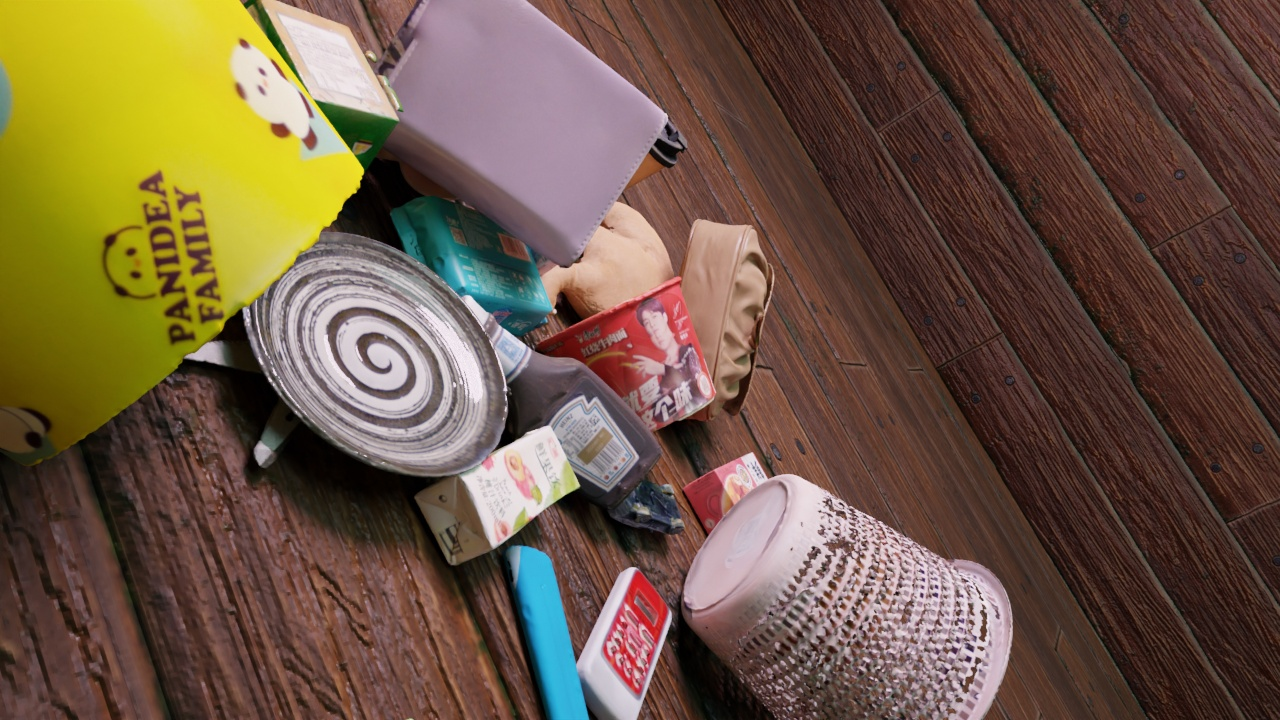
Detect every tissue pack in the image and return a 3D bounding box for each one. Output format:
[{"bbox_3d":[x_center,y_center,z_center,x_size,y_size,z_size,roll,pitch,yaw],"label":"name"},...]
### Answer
[{"bbox_3d":[-0.133,-0.072,0.728,0.133,0.050,0.093,11,51,-58],"label":"tissue pack"}]

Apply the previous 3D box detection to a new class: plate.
[{"bbox_3d":[-0.160,-0.003,0.564,0.179,0.024,0.179,35,34,-28],"label":"plate"}]

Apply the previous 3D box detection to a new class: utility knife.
[{"bbox_3d":[-0.051,0.204,0.574,0.034,0.018,0.187,12,49,-44],"label":"utility knife"}]

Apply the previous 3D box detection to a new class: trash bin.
[{"bbox_3d":[-0.258,-0.112,0.335,0.255,0.230,0.229,51,23,-25],"label":"trash bin"},{"bbox_3d":[0.150,0.207,0.754,0.192,0.228,0.227,39,26,-9],"label":"trash bin"}]

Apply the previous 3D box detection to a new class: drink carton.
[{"bbox_3d":[-0.092,0.087,0.610,0.053,0.046,0.122,63,24,0],"label":"drink carton"}]

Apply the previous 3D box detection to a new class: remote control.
[{"bbox_3d":[-0.010,0.203,0.655,0.056,0.020,0.135,54,23,-8],"label":"remote control"}]

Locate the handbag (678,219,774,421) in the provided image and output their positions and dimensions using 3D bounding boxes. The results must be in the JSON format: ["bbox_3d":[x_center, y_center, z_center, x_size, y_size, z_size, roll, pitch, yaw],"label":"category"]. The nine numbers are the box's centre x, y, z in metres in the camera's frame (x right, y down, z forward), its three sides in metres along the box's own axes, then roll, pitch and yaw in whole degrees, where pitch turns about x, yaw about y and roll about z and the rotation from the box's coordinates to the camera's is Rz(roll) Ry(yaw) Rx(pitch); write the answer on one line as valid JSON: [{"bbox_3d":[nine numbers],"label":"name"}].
[{"bbox_3d":[0.082,-0.036,0.947,0.147,0.100,0.204,33,70,-73],"label":"handbag"}]

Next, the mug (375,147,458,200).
[{"bbox_3d":[-0.186,-0.205,0.778,0.124,0.084,0.103,5,49,-28],"label":"mug"}]

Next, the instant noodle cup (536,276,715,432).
[{"bbox_3d":[-0.005,0.005,0.787,0.108,0.138,0.137,64,23,-3],"label":"instant noodle cup"}]

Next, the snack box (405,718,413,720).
[{"bbox_3d":[-0.087,0.273,0.347,0.210,0.070,0.157,55,23,-5],"label":"snack box"}]

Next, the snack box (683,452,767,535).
[{"bbox_3d":[0.109,0.163,0.909,0.127,0.044,0.113,61,23,9],"label":"snack box"}]

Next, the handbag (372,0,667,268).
[{"bbox_3d":[-0.100,-0.180,0.691,0.197,0.144,0.098,34,-11,-19],"label":"handbag"}]

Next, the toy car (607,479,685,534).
[{"bbox_3d":[0.005,0.123,0.770,0.090,0.034,0.043,29,33,-51],"label":"toy car"}]

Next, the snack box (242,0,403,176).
[{"bbox_3d":[-0.230,-0.160,0.582,0.118,0.106,0.117,59,24,9],"label":"snack box"}]

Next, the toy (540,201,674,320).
[{"bbox_3d":[-0.029,-0.078,0.916,0.143,0.083,0.225,53,28,-8],"label":"toy"}]

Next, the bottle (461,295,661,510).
[{"bbox_3d":[-0.071,0.029,0.688,0.195,0.080,0.044,45,-8,-22],"label":"bottle"}]

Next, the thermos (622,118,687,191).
[{"bbox_3d":[-0.029,-0.223,1.010,0.093,0.143,0.092,43,26,-27],"label":"thermos"}]

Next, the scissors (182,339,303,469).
[{"bbox_3d":[-0.187,-0.002,0.576,0.226,0.015,0.188,27,37,-50],"label":"scissors"}]

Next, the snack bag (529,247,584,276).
[{"bbox_3d":[-0.086,-0.092,0.792,0.026,0.106,0.045,-6,76,-45],"label":"snack bag"}]
